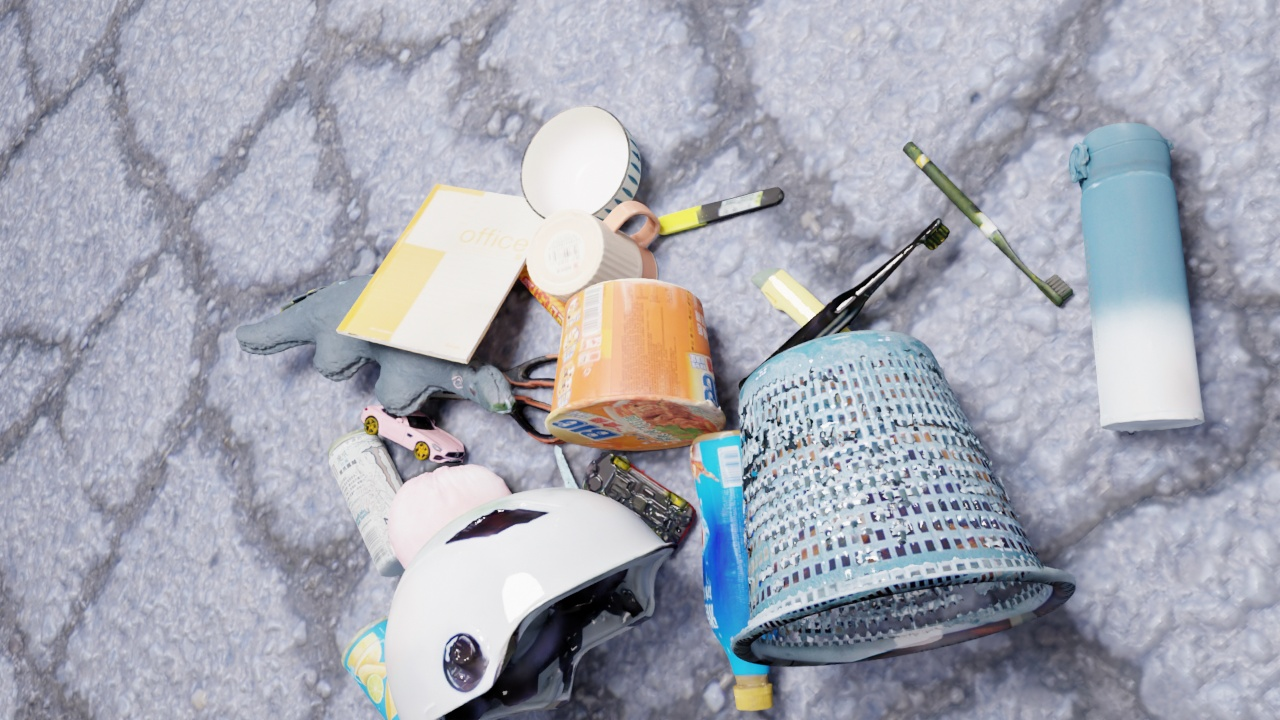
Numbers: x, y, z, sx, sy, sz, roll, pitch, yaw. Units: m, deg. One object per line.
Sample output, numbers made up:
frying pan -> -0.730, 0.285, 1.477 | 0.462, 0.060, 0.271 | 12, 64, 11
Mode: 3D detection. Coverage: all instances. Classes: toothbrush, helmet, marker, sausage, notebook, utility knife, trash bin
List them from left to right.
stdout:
notebook -> -0.185, -0.092, 0.895 | 0.146, 0.010, 0.205 | 13, 57, 19
helmet -> -0.103, 0.189, 0.743 | 0.146, 0.228, 0.259 | 46, 116, 23
sausage -> -0.077, -0.049, 0.893 | 0.021, 0.021, 0.165 | -48, 64, 10
marker -> 0.071, -0.137, 0.842 | 0.124, 0.015, 0.018 | -12, 76, 21
utility knife -> 0.155, -0.025, 0.776 | 0.031, 0.018, 0.162 | -49, 62, 15
toothbrush -> 0.164, -0.038, 0.750 | 0.027, 0.026, 0.213 | 41, 113, -12
trash bin -> 0.161, 0.095, 0.655 | 0.227, 0.226, 0.194 | -20, 59, 22
toothbrush -> 0.275, -0.114, 0.736 | 0.017, 0.012, 0.185 | -39, 66, 8

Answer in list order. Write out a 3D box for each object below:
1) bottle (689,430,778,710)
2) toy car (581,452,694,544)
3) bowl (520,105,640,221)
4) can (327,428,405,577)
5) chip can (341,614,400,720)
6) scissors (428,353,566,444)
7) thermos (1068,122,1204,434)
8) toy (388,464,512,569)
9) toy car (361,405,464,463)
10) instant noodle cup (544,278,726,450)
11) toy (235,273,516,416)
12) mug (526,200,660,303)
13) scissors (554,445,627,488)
bottle -> 0.082, 0.168, 0.748 | 0.065, 0.065, 0.218 | -11, 76, 24
toy car -> -0.003, 0.123, 0.815 | 0.106, 0.031, 0.049 | 31, 92, 17
bowl -> -0.049, -0.177, 0.879 | 0.117, 0.066, 0.116 | -5, 78, 24
can -> -0.264, 0.143, 0.927 | 0.058, 0.058, 0.146 | -39, 65, 14
chip can -> -0.189, 0.332, 0.846 | 0.210, 0.071, 0.071 | 38, 98, 27
scissors -> -0.137, 0.042, 0.908 | 0.207, 0.015, 0.193 | -38, 67, 15
thermos -> 0.353, -0.060, 0.658 | 0.070, 0.070, 0.220 | -6, 77, 25
toy -> -0.168, 0.177, 0.864 | 0.121, 0.054, 0.159 | -18, 80, -7
toy car -> -0.228, 0.071, 0.926 | 0.122, 0.056, 0.037 | 22, 97, 28
instant noodle cup -> -0.005, 0.005, 0.782 | 0.152, 0.151, 0.111 | -11, 67, 24
toy -> -0.252, -0.024, 0.926 | 0.357, 0.091, 0.137 | 15, 61, 26
mug -> -0.033, -0.095, 0.832 | 0.115, 0.105, 0.081 | -46, 64, 12
scissors -> -0.054, 0.141, 0.845 | 0.133, 0.017, 0.135 | -47, 68, 3
